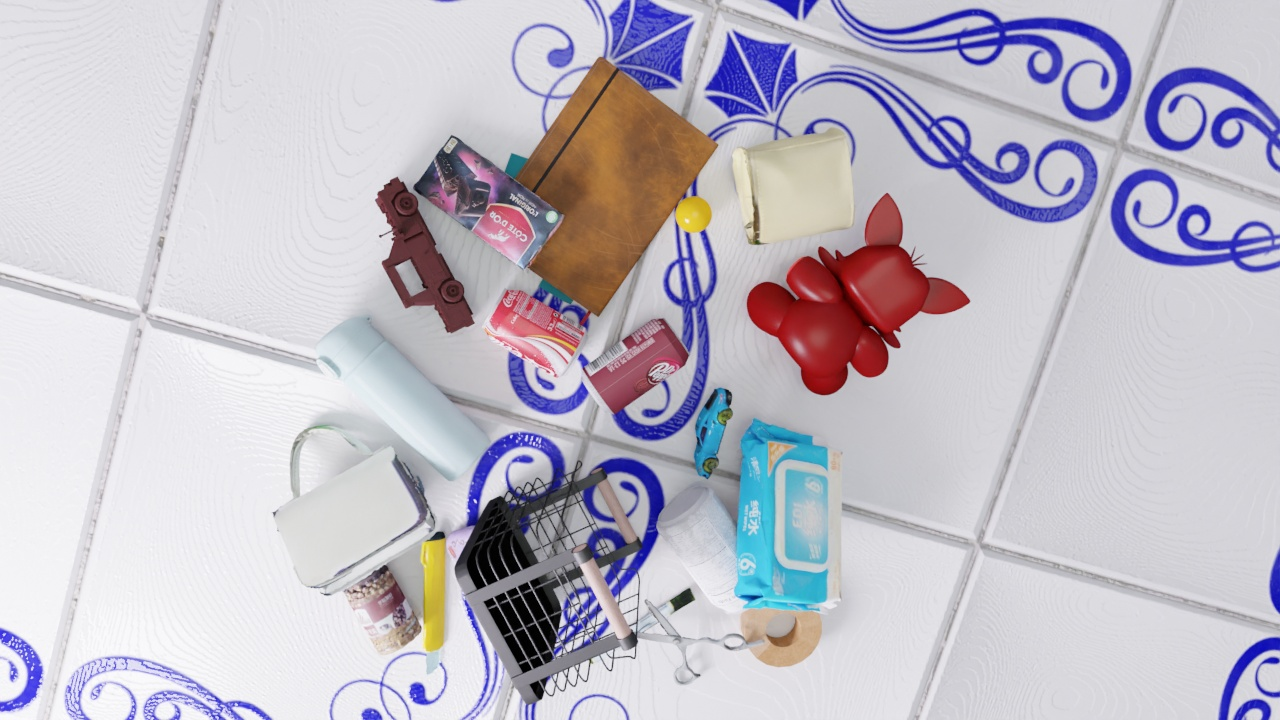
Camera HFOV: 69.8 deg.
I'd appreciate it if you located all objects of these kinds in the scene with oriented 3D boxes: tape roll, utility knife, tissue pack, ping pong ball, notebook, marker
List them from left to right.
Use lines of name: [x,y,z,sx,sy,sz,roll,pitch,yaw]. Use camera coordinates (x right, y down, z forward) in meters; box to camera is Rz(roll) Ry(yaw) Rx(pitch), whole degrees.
utility knife: [-0.239,0.280,1.057,0.030,0.017,0.175,-4,98,-34]
notebook: [-0.057,-0.187,1.010,0.178,0.014,0.249,35,94,-10]
marker: [0.001,0.316,1.089,0.146,0.017,0.017,-33,100,0]
ping pong ball: [0.059,-0.161,1.013,0.040,0.040,0.040,-1,98,-6]
tape roll: [0.168,0.317,1.099,0.094,0.027,0.094,-1,98,-5]
tissue pack: [0.166,0.173,1.024,0.117,0.066,0.209,11,72,-26]

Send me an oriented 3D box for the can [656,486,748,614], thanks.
can: [0.085,0.217,1.051,0.078,0.078,0.136,-36,100,0]

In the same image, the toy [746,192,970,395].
toy: [0.233,-0.062,1.006,0.197,0.120,0.158,-39,98,11]

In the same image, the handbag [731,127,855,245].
handbag: [0.165,-0.188,1.003,0.119,0.081,0.111,-12,107,-5]

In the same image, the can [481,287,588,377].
can: [-0.115,-0.031,1.003,0.105,0.064,0.064,30,94,-9]

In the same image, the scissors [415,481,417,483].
scissors: [-0.301,0.180,1.041,0.131,0.012,0.073,-21,98,-3]

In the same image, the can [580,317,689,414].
can: [-0.006,0.006,1.019,0.114,0.063,0.063,-35,100,0]

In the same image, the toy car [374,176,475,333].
toy car: [-0.240,-0.104,0.976,0.061,0.070,0.170,-29,100,-13]

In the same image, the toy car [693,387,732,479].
toy car: [0.079,0.082,1.046,0.032,0.048,0.105,13,97,-8]

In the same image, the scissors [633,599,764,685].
scissors: [0.060,0.328,1.076,0.172,0.014,0.142,-9,118,6]

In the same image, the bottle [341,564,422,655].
bottle: [-0.295,0.272,1.034,0.056,0.056,0.105,-26,100,-2]

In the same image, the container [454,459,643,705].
container: [-0.081,0.220,0.961,0.130,0.241,0.163,-25,100,6]

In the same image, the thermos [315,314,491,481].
thermos: [-0.259,0.040,0.998,0.207,0.065,0.077,45,58,-10]

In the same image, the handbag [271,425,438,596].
handbag: [-0.322,0.148,1.003,0.151,0.074,0.176,-31,71,-11]

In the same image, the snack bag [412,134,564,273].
snack bag: [-0.163,-0.170,0.987,0.155,0.018,0.074,36,93,1]

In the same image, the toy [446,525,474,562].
toy: [-0.179,0.234,1.040,0.080,0.036,0.099,-21,99,35]
